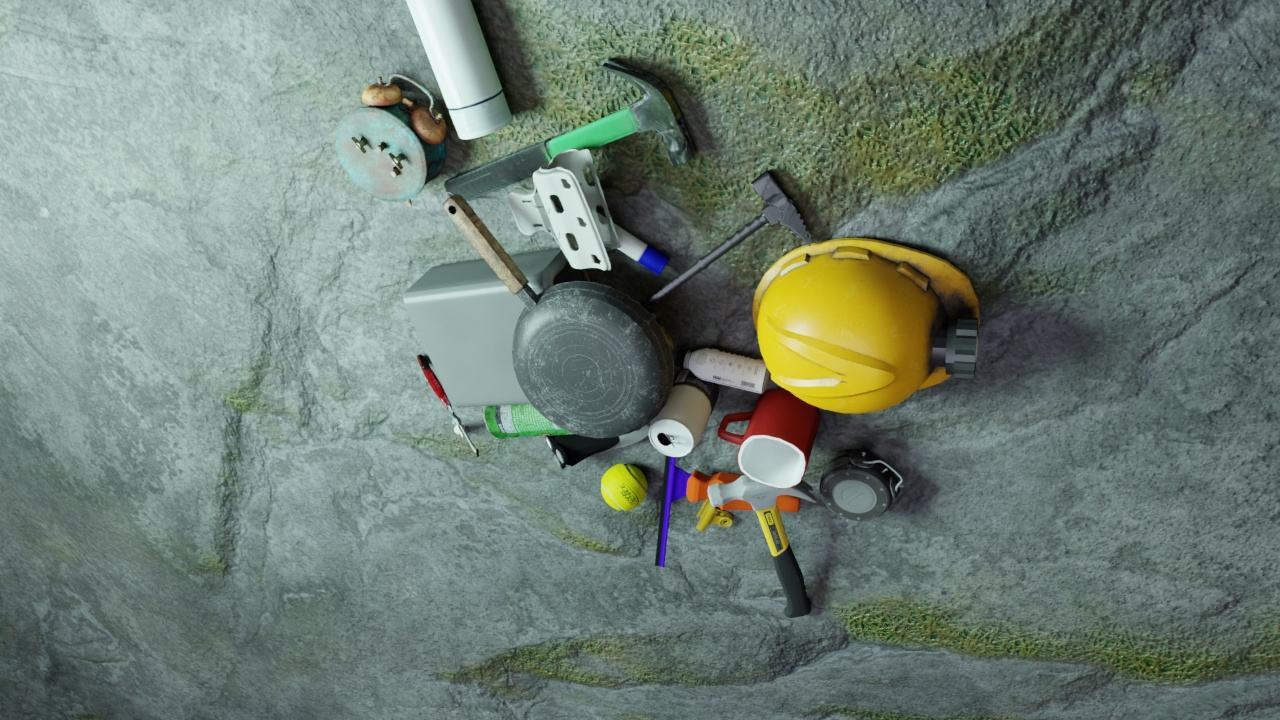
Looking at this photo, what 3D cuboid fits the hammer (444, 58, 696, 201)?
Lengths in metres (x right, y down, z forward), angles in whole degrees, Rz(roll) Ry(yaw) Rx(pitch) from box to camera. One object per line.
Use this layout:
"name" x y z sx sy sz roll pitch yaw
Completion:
"hammer" -0.100 -0.242 1.056 0.320 0.032 0.130 -14 118 31

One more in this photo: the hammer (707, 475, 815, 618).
"hammer" 0.191 0.258 1.248 0.127 0.029 0.324 -15 132 9

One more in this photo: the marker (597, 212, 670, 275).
"marker" -0.027 -0.148 1.095 0.133 0.027 0.023 33 129 1

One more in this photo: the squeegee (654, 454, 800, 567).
"squeegee" 0.123 0.178 1.243 0.185 0.055 0.250 9 107 13

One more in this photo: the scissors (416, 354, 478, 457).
"scissors" -0.267 0.078 1.304 0.199 0.015 0.179 53 164 29

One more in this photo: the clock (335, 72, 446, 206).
"clock" -0.294 -0.265 1.093 0.121 0.073 0.158 32 129 -1

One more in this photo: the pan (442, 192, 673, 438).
"pan" -0.112 -0.050 1.062 0.208 0.040 0.357 -36 101 31

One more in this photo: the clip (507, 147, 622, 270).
"clip" -0.080 -0.176 1.048 0.151 0.110 0.127 30 145 52

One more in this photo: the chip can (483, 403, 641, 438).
"chip can" -0.102 0.065 1.246 0.224 0.075 0.075 -5 121 24

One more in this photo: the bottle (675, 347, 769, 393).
"bottle" 0.101 0.009 1.142 0.116 0.041 0.041 13 127 14

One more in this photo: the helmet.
"helmet" 0.236 -0.016 1.012 0.256 0.131 0.205 4 125 21

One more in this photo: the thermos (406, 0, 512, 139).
"thermos" -0.207 -0.359 0.994 0.068 0.067 0.230 -5 122 25

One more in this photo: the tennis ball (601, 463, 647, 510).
"tennis ball" -0.023 0.179 1.299 0.065 0.065 0.065 11 127 15

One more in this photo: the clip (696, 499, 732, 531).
"clip" 0.104 0.222 1.301 0.048 0.046 0.054 43 132 23

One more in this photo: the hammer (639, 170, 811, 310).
"hammer" 0.043 -0.082 1.056 0.326 0.015 0.095 -35 106 19

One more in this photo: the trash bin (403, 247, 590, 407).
"trash bin" -0.165 -0.038 1.186 0.220 0.097 0.192 -4 122 26

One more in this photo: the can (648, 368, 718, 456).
"can" 0.053 0.067 1.148 0.064 0.127 0.064 11 127 15

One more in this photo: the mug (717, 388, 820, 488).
"mug" 0.157 0.091 1.140 0.116 0.096 0.081 18 128 10

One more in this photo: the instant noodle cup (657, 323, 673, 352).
"instant noodle cup" -0.007 0.006 1.141 0.102 0.108 0.102 11 127 15

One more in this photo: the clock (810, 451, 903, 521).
"clock" 0.280 0.157 1.170 0.091 0.043 0.123 40 129 -8

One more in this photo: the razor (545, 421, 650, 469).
"razor" -0.057 0.107 1.273 0.156 0.060 0.057 -20 104 12
